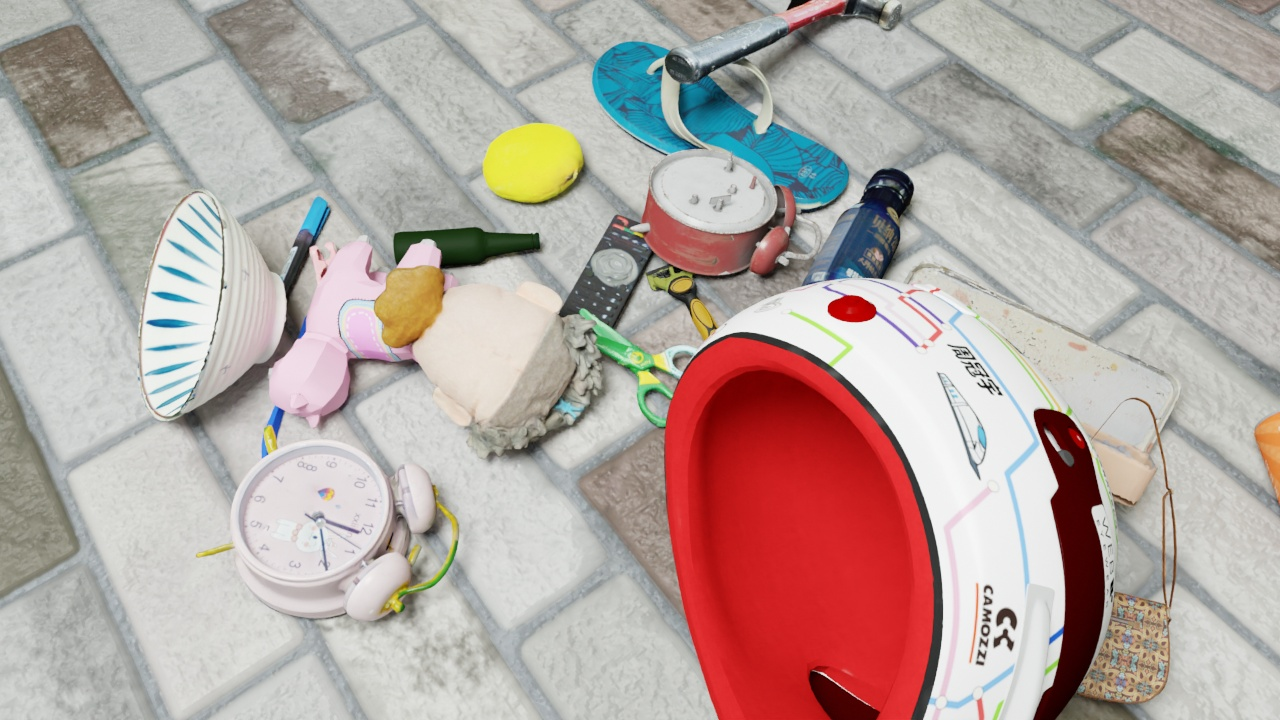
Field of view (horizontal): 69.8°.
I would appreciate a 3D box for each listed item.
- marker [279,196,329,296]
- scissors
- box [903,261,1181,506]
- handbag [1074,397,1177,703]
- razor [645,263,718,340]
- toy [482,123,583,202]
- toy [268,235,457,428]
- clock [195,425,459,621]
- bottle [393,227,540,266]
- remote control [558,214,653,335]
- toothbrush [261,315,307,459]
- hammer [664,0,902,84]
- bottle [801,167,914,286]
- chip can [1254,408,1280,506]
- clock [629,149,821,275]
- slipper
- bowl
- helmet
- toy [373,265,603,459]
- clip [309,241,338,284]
[{"bbox_3d":[-0.297,-0.094,0.800,0.018,0.015,0.122,-15,50,34],"label":"marker"},{"bbox_3d":[0.003,-0.008,0.724,0.132,0.013,0.078,44,70,12],"label":"scissors"},{"bbox_3d":[0.281,0.007,0.682,0.217,0.094,0.120,28,19,18],"label":"box"},{"bbox_3d":[0.300,0.119,0.598,0.093,0.043,0.195,12,81,19],"label":"handbag"},{"bbox_3d":[0.054,-0.027,0.749,0.044,0.021,0.144,-21,60,-13],"label":"razor"},{"bbox_3d":[-0.099,-0.183,0.843,0.094,0.041,0.095,25,60,22],"label":"toy"},{"bbox_3d":[-0.215,-0.021,0.713,0.123,0.067,0.157,7,60,17],"label":"toy"},{"bbox_3d":[-0.202,0.116,0.625,0.158,0.059,0.116,16,58,2],"label":"clock"},{"bbox_3d":[-0.148,-0.099,0.791,0.123,0.033,0.033,-5,56,-3],"label":"bottle"},{"bbox_3d":[-0.028,-0.066,0.774,0.045,0.021,0.140,23,58,5],"label":"remote control"},{"bbox_3d":[-0.282,0.039,0.712,0.011,0.017,0.186,-1,54,2],"label":"toothbrush"},{"bbox_3d":[0.124,-0.328,0.890,0.140,0.036,0.325,33,46,22],"label":"hammer"},{"bbox_3d":[0.186,-0.098,0.772,0.056,0.056,0.160,23,59,16],"label":"bottle"},{"bbox_3d":[0.476,0.132,0.609,0.062,0.062,0.209,2,56,2],"label":"chip can"},{"bbox_3d":[0.078,-0.127,0.781,0.157,0.062,0.109,17,48,3],"label":"clock"},{"bbox_3d":[0.066,-0.236,0.867,0.295,0.060,0.118,36,67,22],"label":"slipper"},{"bbox_3d":[-0.324,-0.039,0.711,0.070,0.178,0.177,10,44,-44],"label":"bowl"},{"bbox_3d":[0.151,0.097,0.536,0.235,0.232,0.314,10,48,-32],"label":"helmet"},{"bbox_3d":[-0.115,-0.006,0.676,0.176,0.076,0.132,36,81,-14],"label":"toy"},{"bbox_3d":[-0.262,-0.081,0.788,0.039,0.023,0.059,-25,57,-11],"label":"clip"}]
